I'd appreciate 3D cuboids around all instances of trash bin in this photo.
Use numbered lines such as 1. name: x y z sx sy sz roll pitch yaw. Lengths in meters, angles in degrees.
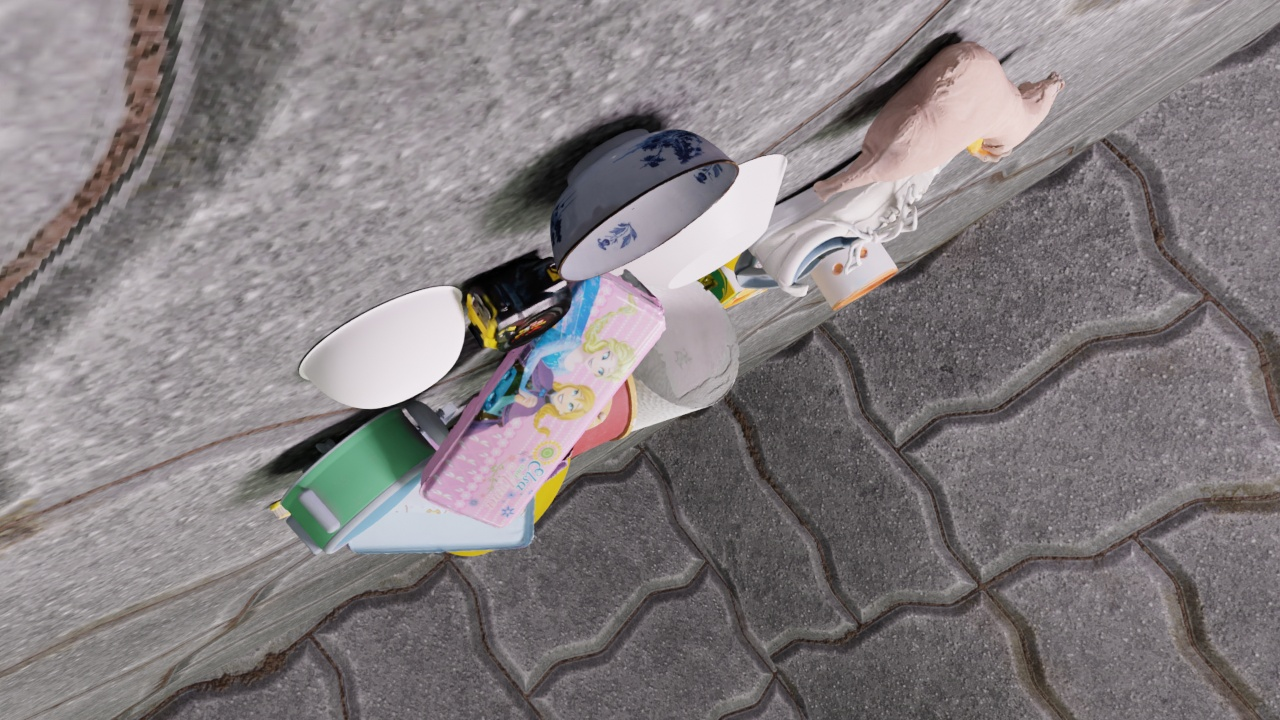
1. trash bin: -0.005 0.005 0.889 0.133 0.133 0.162 -26 176 -38

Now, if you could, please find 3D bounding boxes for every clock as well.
1. clock: -0.221 0.086 0.774 0.161 0.075 0.122 -41 180 -36
2. clock: -0.079 0.034 0.824 0.081 0.117 0.159 -22 176 -33

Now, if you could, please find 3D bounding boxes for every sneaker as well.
1. sneaker: 0.222 -0.147 0.878 0.242 0.090 0.089 -32 167 3

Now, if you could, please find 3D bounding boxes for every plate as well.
1. plate: 0.053 -0.099 0.744 0.174 0.036 0.174 -30 173 -4

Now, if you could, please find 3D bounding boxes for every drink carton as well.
1. drink carton: 0.115 -0.094 1.022 0.122 0.041 0.058 -25 171 -42

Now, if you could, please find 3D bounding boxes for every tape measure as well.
1. tape measure: -0.080 -0.037 0.605 0.071 0.042 0.072 -33 170 -25

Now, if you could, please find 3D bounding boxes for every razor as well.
1. razor: 0.068 -0.095 0.904 0.042 0.026 0.106 -26 168 -21

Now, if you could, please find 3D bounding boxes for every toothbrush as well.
1. toothbrush: -0.295 0.120 0.899 0.135 0.016 0.021 -25 166 -36

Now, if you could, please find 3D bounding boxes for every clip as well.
1. clip: 0.168 -0.129 0.949 0.162 0.090 0.027 -21 143 3

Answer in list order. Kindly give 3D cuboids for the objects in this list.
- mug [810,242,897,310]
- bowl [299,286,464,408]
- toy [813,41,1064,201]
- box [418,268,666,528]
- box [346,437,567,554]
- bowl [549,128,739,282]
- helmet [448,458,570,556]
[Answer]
1. mug: 0.220 -0.120 1.012 0.082 0.105 0.082 -31 173 -4
2. bowl: -0.151 0.001 0.572 0.110 0.040 0.110 -30 173 -4
3. toy: 0.259 -0.191 0.771 0.196 0.065 0.263 -41 163 24
4. box: -0.081 0.018 0.719 0.231 0.084 0.090 -52 -152 19
5. box: -0.188 0.133 0.938 0.213 0.062 0.140 8 115 -39
6. bowl: -0.006 -0.093 0.504 0.114 0.045 0.114 -30 173 -4
7. helmet: -0.169 0.144 1.097 0.240 0.139 0.209 -33 173 11
